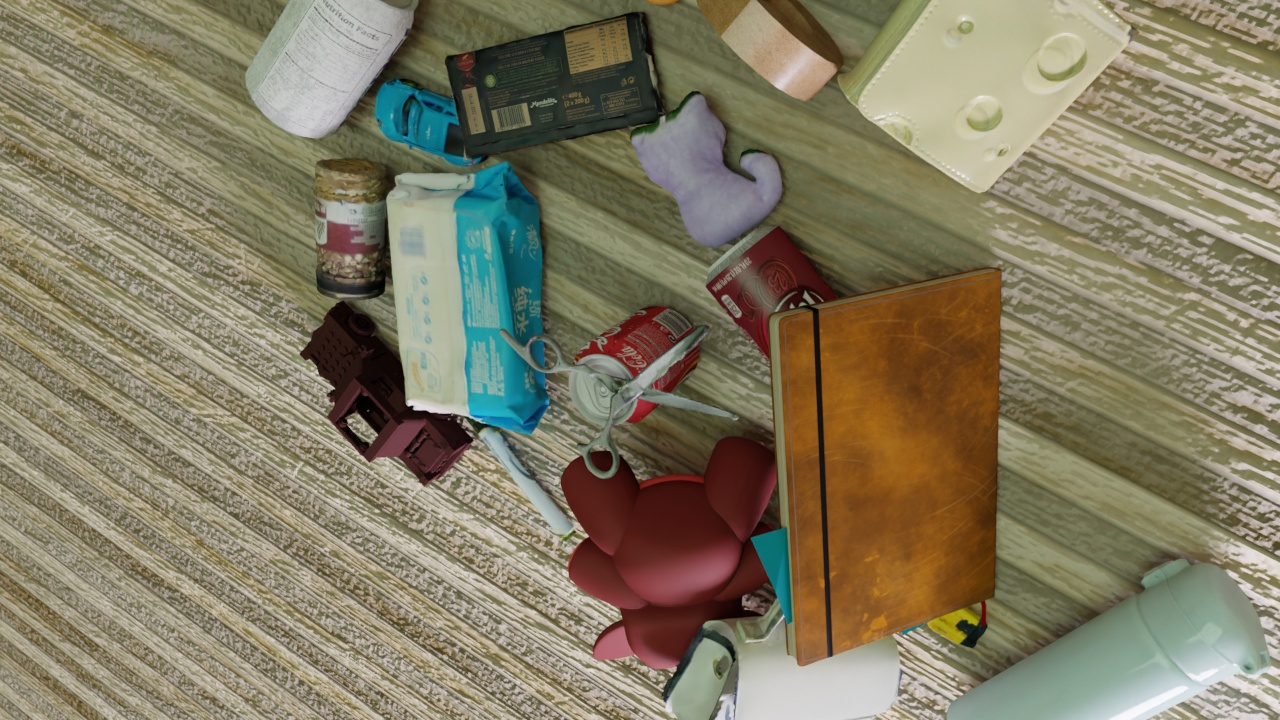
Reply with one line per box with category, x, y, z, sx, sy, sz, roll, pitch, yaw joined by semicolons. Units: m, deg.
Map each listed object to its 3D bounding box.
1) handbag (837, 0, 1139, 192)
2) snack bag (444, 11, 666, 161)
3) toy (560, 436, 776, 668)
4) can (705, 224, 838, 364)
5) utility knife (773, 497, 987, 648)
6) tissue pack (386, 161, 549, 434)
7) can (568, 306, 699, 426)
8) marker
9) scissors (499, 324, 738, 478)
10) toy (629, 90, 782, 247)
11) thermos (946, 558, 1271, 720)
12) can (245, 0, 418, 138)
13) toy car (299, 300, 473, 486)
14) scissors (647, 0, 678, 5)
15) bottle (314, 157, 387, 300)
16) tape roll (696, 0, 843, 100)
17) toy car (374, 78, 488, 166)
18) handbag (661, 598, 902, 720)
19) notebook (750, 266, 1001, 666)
handbag;0.189;-0.171;0.507;0.111;0.081;0.119;35;118;-4
snack bag;-0.062;-0.191;0.644;0.155;0.018;0.074;-6;105;17
toy;0.028;0.153;0.680;0.158;0.120;0.197;-7;130;0
can;0.099;-0.031;0.611;0.063;0.063;0.114;-40;89;31
utility knife;0.174;0.151;0.672;0.175;0.017;0.030;36;111;13
tissue pack;-0.134;-0.049;0.717;0.117;0.065;0.209;6;110;25
can;-0.004;0.004;0.649;0.064;0.104;0.064;9;112;23
marker;-0.105;0.094;0.784;0.017;0.017;0.146;-38;90;31
scissors;-0.020;0.012;0.590;0.171;0.014;0.142;33;122;13
toy;0.047;-0.129;0.618;0.080;0.036;0.099;-29;99;21
thermos;0.300;0.208;0.601;0.207;0.065;0.078;-48;48;31
can;-0.231;-0.237;0.687;0.136;0.078;0.078;-39;89;31
toy car;-0.229;0.033;0.794;0.170;0.061;0.070;46;121;4
scissors;-0.006;-0.295;0.594;0.131;0.012;0.074;48;120;2
bottle;-0.236;-0.107;0.750;0.056;0.056;0.105;17;115;20
tape roll;0.077;-0.198;0.543;0.094;0.093;0.027;47;121;3
toy car;-0.163;-0.181;0.701;0.105;0.032;0.048;25;118;17
handbag;0.115;0.205;0.639;0.074;0.151;0.176;53;128;50
notebook;0.154;0.078;0.582;0.014;0.178;0.249;-147;48;-63
